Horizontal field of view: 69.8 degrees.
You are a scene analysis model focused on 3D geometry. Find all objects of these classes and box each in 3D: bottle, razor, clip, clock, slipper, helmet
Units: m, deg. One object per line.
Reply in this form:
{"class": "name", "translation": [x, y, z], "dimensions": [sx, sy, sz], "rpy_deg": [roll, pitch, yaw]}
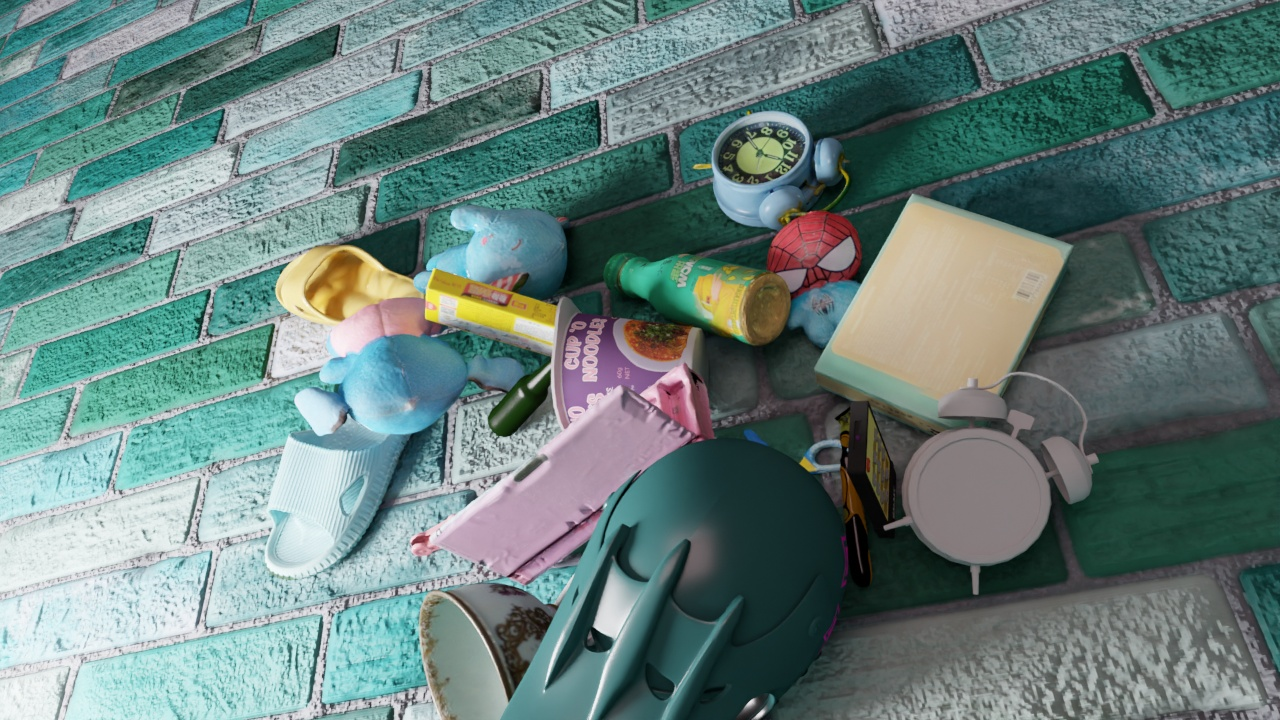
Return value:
{"class": "bottle", "translation": [0.045, -0.068, 0.880], "dimensions": [0.210, 0.068, 0.068], "rpy_deg": [20, 70, 47]}
{"class": "bottle", "translation": [-0.107, 0.031, 0.884], "dimensions": [0.123, 0.033, 0.033], "rpy_deg": [-44, 41, 41]}
{"class": "razor", "translation": [0.172, 0.107, 0.733], "dimensions": [0.021, 0.044, 0.144], "rpy_deg": [1, 71, -9]}
{"class": "clip", "translation": [-0.191, 0.174, 0.884], "dimensions": [0.060, 0.023, 0.045], "rpy_deg": [-42, 50, -11]}
{"class": "clock", "translation": [0.259, 0.083, 0.676], "dimensions": [0.120, 0.061, 0.159], "rpy_deg": [36, 94, 18]}
{"class": "slipper", "translation": [-0.308, 0.098, 0.958], "dimensions": [0.116, 0.069, 0.275], "rpy_deg": [15, 67, 28]}
{"class": "slipper", "translation": [-0.353, -0.090, 1.091], "dimensions": [0.264, 0.078, 0.099], "rpy_deg": [20, 68, 33]}
{"class": "helmet", "translation": [0.033, 0.181, 0.643], "dimensions": [0.176, 0.200, 0.274], "rpy_deg": [27, 76, 25]}
{"class": "clock", "translation": [0.140, -0.189, 0.928], "dimensions": [0.162, 0.060, 0.118], "rpy_deg": [33, 76, 33]}

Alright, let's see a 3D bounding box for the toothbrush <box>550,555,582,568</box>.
{"class": "toothbrush", "translation": [-0.009, 0.166, 0.801], "dimensions": [0.188, 0.018, 0.019], "rpy_deg": [-14, 65, 17]}

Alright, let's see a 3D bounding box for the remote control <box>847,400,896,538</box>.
{"class": "remote control", "translation": [0.176, 0.085, 0.690], "dimensions": [0.013, 0.133, 0.058], "rpy_deg": [-3, 60, 23]}

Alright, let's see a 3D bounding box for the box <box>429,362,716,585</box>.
{"class": "box", "translation": [-0.060, 0.082, 0.762], "dimensions": [0.233, 0.115, 0.106], "rpy_deg": [-38, 31, 25]}

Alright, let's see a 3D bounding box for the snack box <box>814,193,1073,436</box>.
{"class": "snack box", "translation": [0.255, -0.037, 0.774], "dimensions": [0.141, 0.044, 0.193], "rpy_deg": [25, 74, 25]}

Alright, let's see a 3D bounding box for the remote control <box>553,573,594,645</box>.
{"class": "remote control", "translation": [-0.022, 0.176, 0.780], "dimensions": [0.050, 0.022, 0.133], "rpy_deg": [35, 93, 22]}

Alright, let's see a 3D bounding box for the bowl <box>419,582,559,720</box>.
{"class": "bowl", "translation": [-0.101, 0.245, 0.734], "dimensions": [0.093, 0.160, 0.160], "rpy_deg": [-14, 42, -35]}

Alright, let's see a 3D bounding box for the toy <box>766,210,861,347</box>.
{"class": "toy", "translation": [0.164, -0.076, 0.846], "dimensions": [0.092, 0.062, 0.132], "rpy_deg": [-22, 65, 21]}

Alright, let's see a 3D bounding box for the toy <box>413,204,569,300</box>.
{"class": "toy", "translation": [-0.165, -0.117, 0.994], "dimensions": [0.181, 0.115, 0.182], "rpy_deg": [-3, 35, 20]}

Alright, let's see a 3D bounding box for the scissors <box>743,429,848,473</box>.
{"class": "scissors", "translation": [0.130, 0.095, 0.782], "dimensions": [0.123, 0.016, 0.125], "rpy_deg": [-37, 53, -4]}

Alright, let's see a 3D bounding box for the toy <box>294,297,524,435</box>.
{"class": "toy", "translation": [-0.237, 0.001, 0.936], "dimensions": [0.223, 0.099, 0.191], "rpy_deg": [-13, 37, -15]}

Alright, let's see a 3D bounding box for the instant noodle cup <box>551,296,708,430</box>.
{"class": "instant noodle cup", "translation": [-0.005, 0.005, 0.840], "dimensions": [0.122, 0.137, 0.121], "rpy_deg": [0, 28, 14]}

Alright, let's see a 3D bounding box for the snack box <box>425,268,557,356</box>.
{"class": "snack box", "translation": [-0.137, -0.044, 0.912], "dimensions": [0.152, 0.075, 0.025], "rpy_deg": [17, 67, -7]}
